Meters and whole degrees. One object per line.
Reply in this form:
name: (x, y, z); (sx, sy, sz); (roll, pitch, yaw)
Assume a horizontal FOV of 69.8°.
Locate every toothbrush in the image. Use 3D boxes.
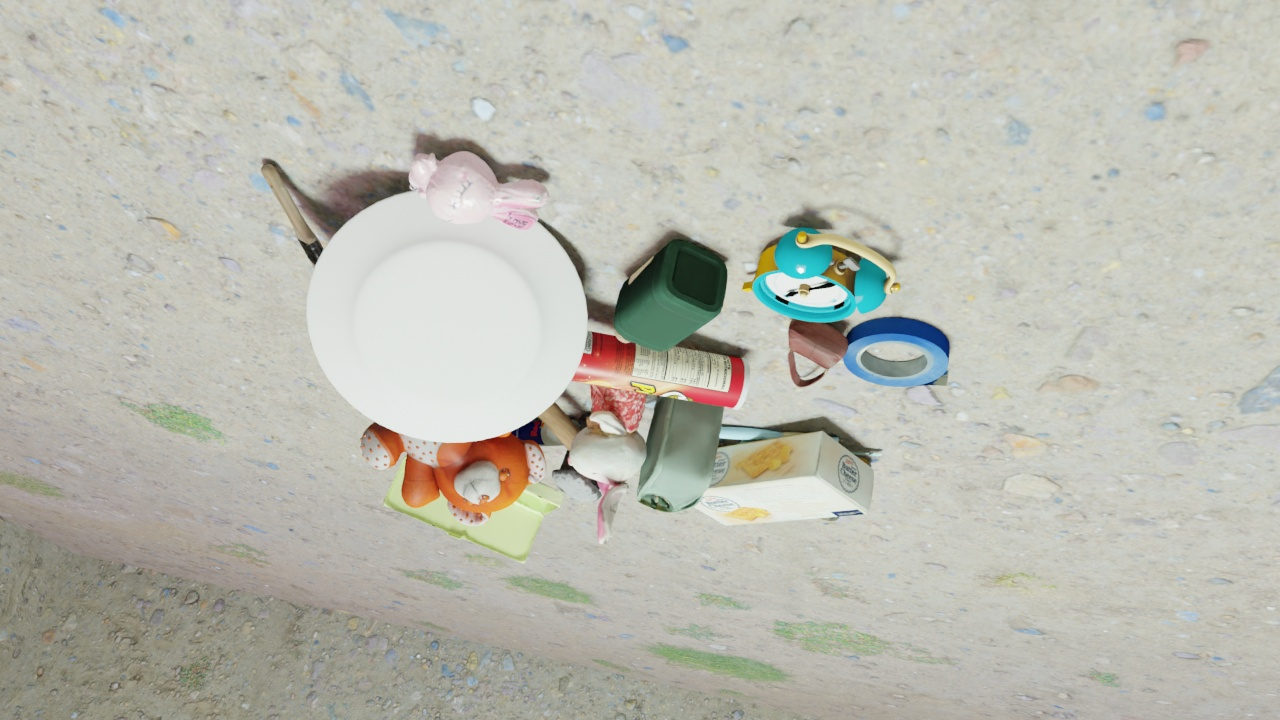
toothbrush: (0.144, 0.086, 1.033); (0.155, 0.016, 0.022); (3, -172, 19)

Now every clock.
clock: (0.140, -0.065, 0.729); (0.099, 0.043, 0.130); (25, 158, -19)

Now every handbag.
handbag: (0.043, 0.089, 0.975); (0.067, 0.121, 0.106); (17, 150, -9)
handbag: (0.158, 0.000, 0.857); (0.055, 0.029, 0.120); (30, 162, 13)

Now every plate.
plate: (-0.167, -0.029, 0.801); (0.242, 0.016, 0.243); (-3, 116, -5)

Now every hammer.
hammer: (-0.119, 0.037, 1.014); (0.052, 0.097, 0.328); (1, 142, 36)

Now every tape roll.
tape roll: (0.228, -0.006, 0.821); (0.091, 0.016, 0.093); (1, 150, 23)

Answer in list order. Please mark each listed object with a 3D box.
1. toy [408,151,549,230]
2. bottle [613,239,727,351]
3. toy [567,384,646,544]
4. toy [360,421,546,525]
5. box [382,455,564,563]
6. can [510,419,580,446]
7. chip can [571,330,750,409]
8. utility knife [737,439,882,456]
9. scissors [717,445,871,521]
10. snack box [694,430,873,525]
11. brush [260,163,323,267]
toy: (-0.129, -0.132, 0.726); (0.110, 0.047, 0.064); (11, 151, -12)
bottle: (0.015, -0.047, 0.797); (0.061, 0.061, 0.132); (23, 151, -20)
toy: (-0.034, 0.079, 0.957); (0.084, 0.159, 0.194); (-1, 110, -4)
toy: (-0.194, 0.100, 0.989); (0.164, 0.092, 0.172); (-37, 110, 11)
box: (-0.195, 0.154, 1.091); (0.188, 0.066, 0.128); (25, 111, -12)
can: (-0.119, 0.091, 1.148); (0.095, 0.032, 0.032); (-5, 147, 32)
chip can: (-0.005, 0.005, 0.877); (0.214, 0.051, 0.052); (10, 154, -12)
utility knife: (0.191, 0.100, 1.040); (0.162, 0.015, 0.022); (0, 150, 21)
scissors: (0.193, 0.151, 1.130); (0.226, 0.016, 0.229); (-8, 144, 37)
snack box: (0.148, 0.139, 1.050); (0.208, 0.057, 0.104); (-15, 140, 44)
brush: (-0.300, -0.108, 0.828); (0.039, 0.012, 0.151); (26, 145, 48)
